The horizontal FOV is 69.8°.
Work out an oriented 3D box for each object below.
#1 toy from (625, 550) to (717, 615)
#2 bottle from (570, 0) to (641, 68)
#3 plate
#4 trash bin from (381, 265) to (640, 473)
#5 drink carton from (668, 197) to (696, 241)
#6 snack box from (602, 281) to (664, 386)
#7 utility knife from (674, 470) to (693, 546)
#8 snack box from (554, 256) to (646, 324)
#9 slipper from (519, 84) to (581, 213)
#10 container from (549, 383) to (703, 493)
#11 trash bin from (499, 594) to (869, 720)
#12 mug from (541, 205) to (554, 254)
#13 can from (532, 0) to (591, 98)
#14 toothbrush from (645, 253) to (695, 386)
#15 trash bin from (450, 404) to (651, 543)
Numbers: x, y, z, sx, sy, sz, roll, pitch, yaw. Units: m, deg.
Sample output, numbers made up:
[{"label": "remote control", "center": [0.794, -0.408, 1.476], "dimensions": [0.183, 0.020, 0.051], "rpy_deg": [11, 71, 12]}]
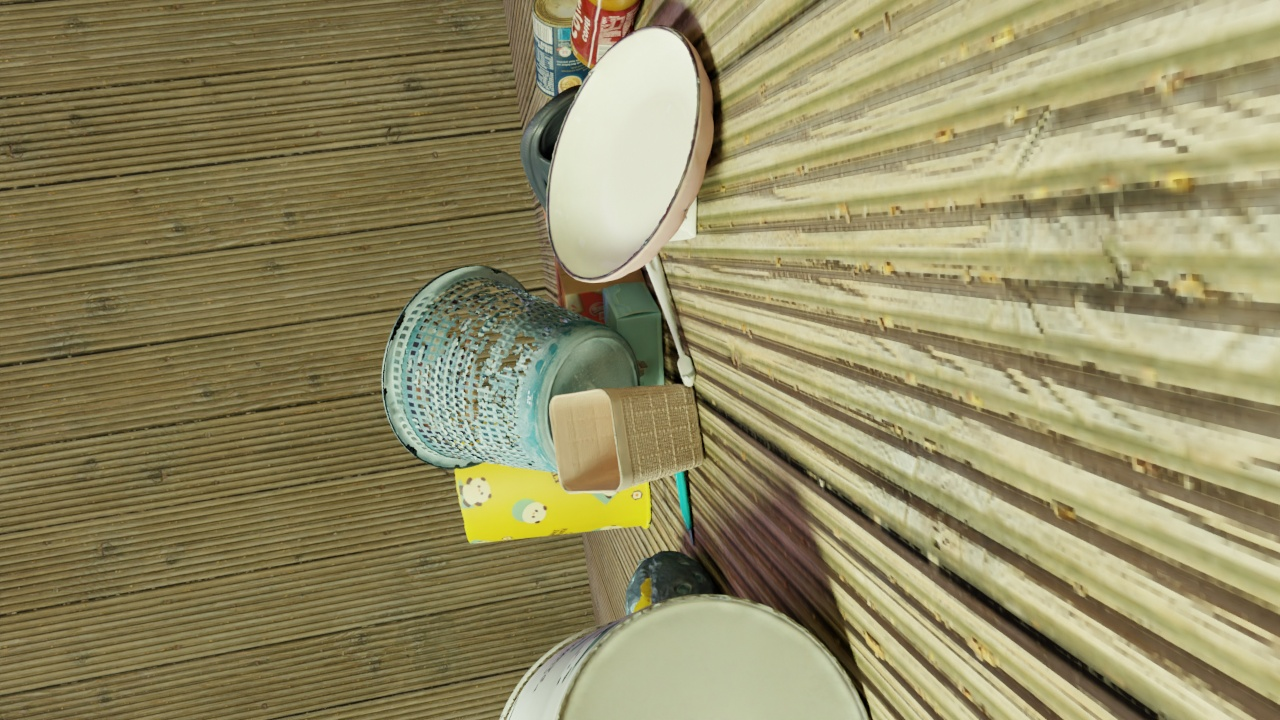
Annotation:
[{"label": "toy", "center": [0.040, 0.260, 0.862], "dimensions": [0.356, 0.091, 0.138], "rpy_deg": [-113, 4, -66]}, {"label": "bottle", "center": [-0.029, -0.318, 0.814], "dimensions": [0.175, 0.057, 0.057], "rpy_deg": [148, 113, -80]}, {"label": "plate", "center": [-0.005, -0.148, 0.683], "dimensions": [0.193, 0.039, 0.192], "rpy_deg": [-22, 62, 50]}, {"label": "trash bin", "center": [-0.116, 0.024, 0.947], "dimensions": [0.195, 0.225, 0.227], "rpy_deg": [13, 118, 39]}, {"label": "drink carton", "center": [0.007, -0.150, 0.768], "dimensions": [0.122, 0.053, 0.046], "rpy_deg": [-109, 15, -48]}, {"label": "snack box", "center": [-0.006, 0.006, 1.018], "dimensions": [0.074, 0.051, 0.175], "rpy_deg": [-113, 17, -56]}, {"label": "utility knife", "center": [0.042, 0.119, 0.952], "dimensions": [0.029, 0.013, 0.174], "rpy_deg": [-114, 14, -69]}, {"label": "snack box", "center": [-0.046, -0.070, 1.062], "dimensions": [0.077, 0.092, 0.094], "rpy_deg": [-108, 12, -46]}, {"label": "slipper", "center": [-0.049, -0.188, 0.991], "dimensions": [0.083, 0.110, 0.268], "rpy_deg": [38, 166, 19]}, {"label": "container", "center": [-0.009, 0.067, 0.838], "dimensions": [0.090, 0.110, 0.090], "rpy_deg": [-11, 87, 48]}, {"label": "trash bin", "center": [0.020, 0.264, 0.596], "dimensions": [0.252, 0.229, 0.229], "rpy_deg": [112, 148, -63]}, {"label": "mug", "center": [-0.077, -0.186, 1.243], "dimensions": [0.115, 0.081, 0.105], "rpy_deg": [-38, 58, 46]}, {"label": "can", "center": [-0.090, -0.379, 1.101], "dimensions": [0.111, 0.075, 0.075], "rpy_deg": [95, 164, -56]}, {"label": "toothbrush", "center": [0.025, -0.050, 0.881], "dimensions": [0.016, 0.016, 0.180], "rpy_deg": [83, 173, -55]}, {"label": "trash bin", "center": [-0.132, 0.151, 1.324], "dimensions": [0.230, 0.255, 0.229], "rpy_deg": [170, 91, -82]}]
